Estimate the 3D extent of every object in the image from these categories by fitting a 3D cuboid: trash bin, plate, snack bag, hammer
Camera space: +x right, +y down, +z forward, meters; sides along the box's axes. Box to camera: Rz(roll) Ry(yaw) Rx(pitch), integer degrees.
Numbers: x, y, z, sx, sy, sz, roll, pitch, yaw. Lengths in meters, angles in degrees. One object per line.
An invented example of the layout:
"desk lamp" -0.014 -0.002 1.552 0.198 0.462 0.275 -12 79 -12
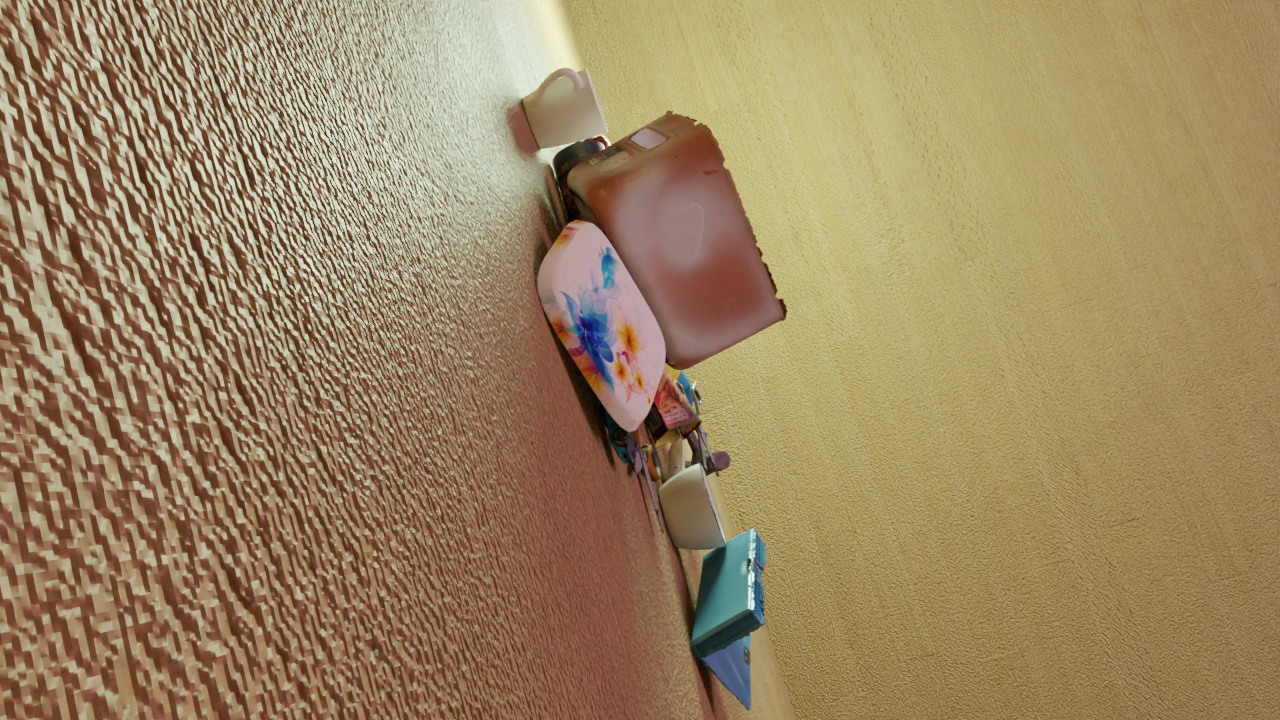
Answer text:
"trash bin" 0.039 -0.136 1.091 0.260 0.157 0.181 62 -4 -28
"plate" -0.028 -0.040 0.895 0.187 0.016 0.186 58 26 -22
"snack bag" -0.007 0.007 1.146 0.208 0.066 0.139 58 2 17
"plate" 0.052 0.161 1.347 0.104 0.026 0.104 2 88 -86
"hammer" 0.035 0.043 1.476 0.314 0.034 0.138 64 -28 3

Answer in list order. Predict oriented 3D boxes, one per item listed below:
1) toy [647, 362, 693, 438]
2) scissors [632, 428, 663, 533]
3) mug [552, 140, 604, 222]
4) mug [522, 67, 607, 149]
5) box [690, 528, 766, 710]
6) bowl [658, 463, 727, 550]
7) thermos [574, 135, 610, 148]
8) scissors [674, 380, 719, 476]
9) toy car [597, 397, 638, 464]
"toy" 0.022 0.008 1.334 0.148 0.084 0.214 -102 175 -63
"scissors" 0.000 0.107 1.104 0.229 0.016 0.225 62 11 -66
"mug" -0.069 -0.219 1.231 0.116 0.080 0.107 114 -41 -71
"mug" -0.099 -0.319 1.141 0.114 0.088 0.081 60 13 -67
"box" 0.133 0.314 1.137 0.112 0.094 0.231 53 13 -7
"bowl" 0.067 0.200 1.220 0.116 0.066 0.116 -17 89 -85
"thermos" -0.051 -0.253 1.528 0.073 0.073 0.240 -101 172 -54
"scissors" 0.084 0.088 1.283 0.141 0.014 0.146 62 19 -1
"toy car" -0.025 0.054 0.921 0.048 0.032 0.105 63 16 -64
